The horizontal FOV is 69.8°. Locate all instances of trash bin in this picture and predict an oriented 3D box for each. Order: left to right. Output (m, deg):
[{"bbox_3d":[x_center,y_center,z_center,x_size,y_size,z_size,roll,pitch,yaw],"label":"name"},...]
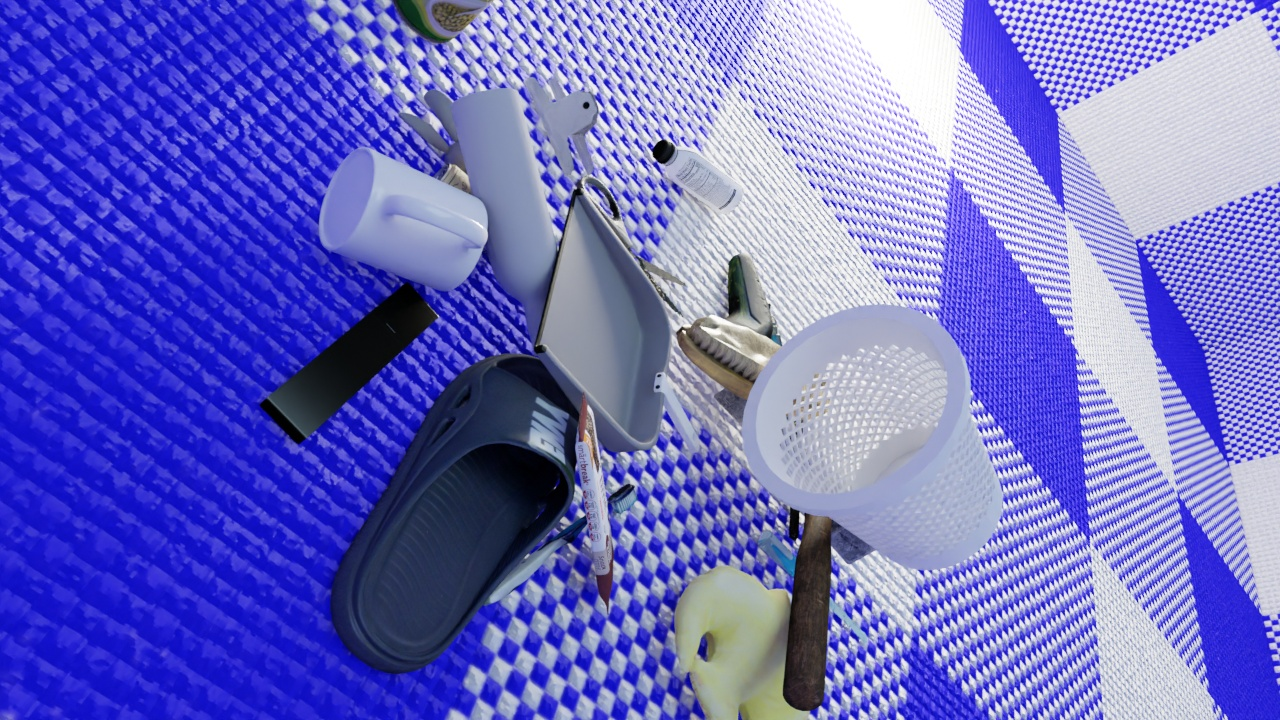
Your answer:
[{"bbox_3d":[0.225,0.087,0.819,0.199,0.196,0.195,43,42,-40],"label":"trash bin"}]

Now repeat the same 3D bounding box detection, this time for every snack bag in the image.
[{"bbox_3d":[-0.031,0.104,0.666,0.057,0.013,0.158,-92,175,-65],"label":"snack bag"}]

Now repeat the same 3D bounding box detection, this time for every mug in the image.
[{"bbox_3d":[-0.154,-0.095,0.630,0.090,0.111,0.073,20,84,-42],"label":"mug"}]

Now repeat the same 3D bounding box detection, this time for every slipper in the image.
[{"bbox_3d":[-0.102,0.081,0.615,0.110,0.084,0.267,48,42,-17],"label":"slipper"}]

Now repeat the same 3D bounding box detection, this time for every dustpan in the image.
[{"bbox_3d":[-0.005,0.004,0.762,0.258,0.033,0.162,60,30,-46],"label":"dustpan"}]

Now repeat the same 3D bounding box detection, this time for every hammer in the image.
[{"bbox_3d":[0.127,0.159,0.799,0.217,0.037,0.299,48,26,-10],"label":"hammer"}]

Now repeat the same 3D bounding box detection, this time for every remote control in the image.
[{"bbox_3d":[-0.189,-0.002,0.613,0.034,0.013,0.149,50,40,-12],"label":"remote control"}]

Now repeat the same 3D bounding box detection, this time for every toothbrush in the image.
[{"bbox_3d":[-0.055,0.137,0.692,0.188,0.016,0.017,-29,103,-52],"label":"toothbrush"}]

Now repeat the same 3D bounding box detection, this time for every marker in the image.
[{"bbox_3d":[0.163,0.119,0.955,0.011,0.011,0.151,37,45,-30],"label":"marker"}]

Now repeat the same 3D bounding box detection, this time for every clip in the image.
[{"bbox_3d":[-0.068,-0.225,0.858,0.057,0.052,0.102,-23,87,-12],"label":"clip"}]

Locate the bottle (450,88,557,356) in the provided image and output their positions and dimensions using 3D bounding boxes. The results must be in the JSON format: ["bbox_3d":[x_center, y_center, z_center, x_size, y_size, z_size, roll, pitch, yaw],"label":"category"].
[{"bbox_3d":[-0.093,-0.100,0.691,0.052,0.053,0.195,-19,96,-52],"label":"bottle"}]

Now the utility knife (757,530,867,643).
[{"bbox_3d":[0.175,0.228,0.905,0.179,0.015,0.022,47,42,-19],"label":"utility knife"}]

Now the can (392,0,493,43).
[{"bbox_3d":[-0.144,-0.322,0.754,0.067,0.121,0.067,26,52,-39],"label":"can"}]

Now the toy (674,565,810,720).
[{"bbox_3d":[0.091,0.248,0.759,0.154,0.065,0.170,-33,97,-50],"label":"toy"}]

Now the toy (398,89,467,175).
[{"bbox_3d":[-0.144,-0.164,0.742,0.112,0.030,0.049,53,54,-22],"label":"toy"}]

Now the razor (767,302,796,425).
[{"bbox_3d":[0.149,0.000,0.998,0.042,0.022,0.143,1,70,-48],"label":"razor"}]

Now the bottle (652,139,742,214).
[{"bbox_3d":[0.059,-0.200,0.988,0.116,0.041,0.041,27,51,-38],"label":"bottle"}]

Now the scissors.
[{"bbox_3d":[-0.017,-0.106,0.870,0.157,0.013,0.166,-15,82,-49],"label":"scissors"}]

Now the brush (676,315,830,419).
[{"bbox_3d":[0.115,0.009,0.873,0.195,0.043,0.059,26,36,-31],"label":"brush"}]

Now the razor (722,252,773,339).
[{"bbox_3d":[0.103,-0.056,0.958,0.067,0.054,0.151,17,49,-21],"label":"razor"}]

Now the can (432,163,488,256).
[{"bbox_3d":[-0.131,-0.116,0.723,0.079,0.038,0.038,41,44,-27],"label":"can"}]
